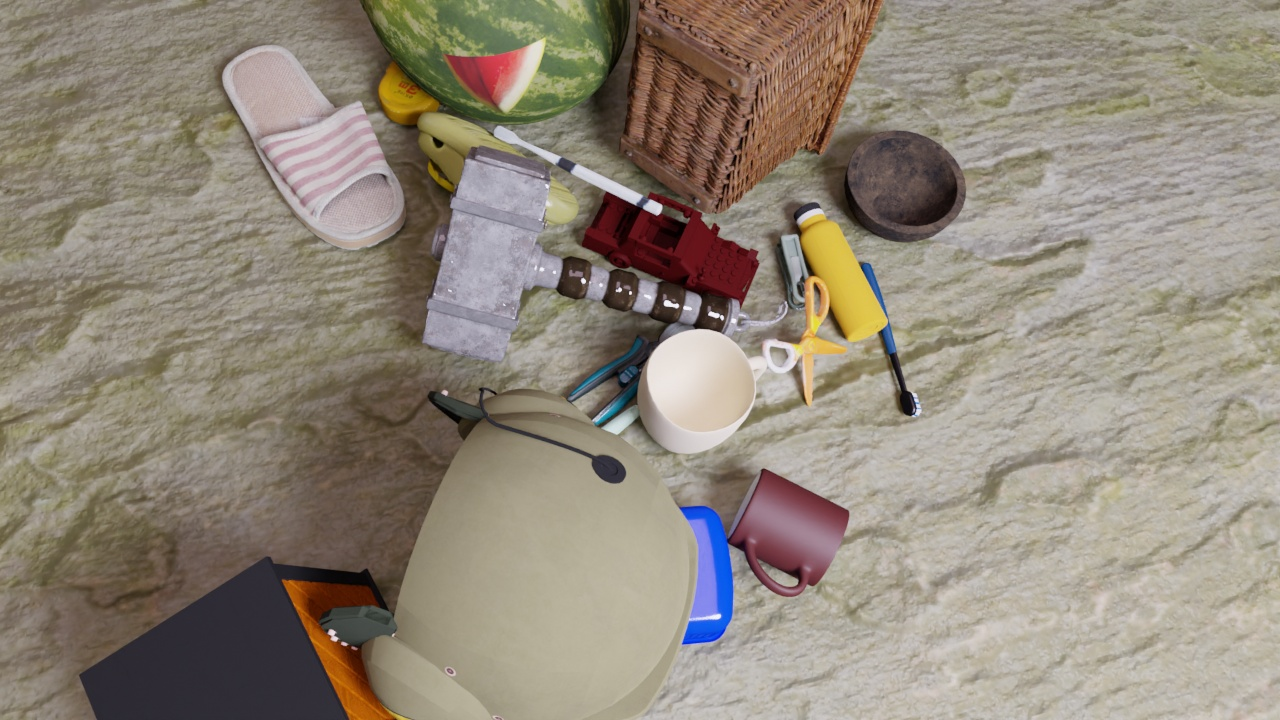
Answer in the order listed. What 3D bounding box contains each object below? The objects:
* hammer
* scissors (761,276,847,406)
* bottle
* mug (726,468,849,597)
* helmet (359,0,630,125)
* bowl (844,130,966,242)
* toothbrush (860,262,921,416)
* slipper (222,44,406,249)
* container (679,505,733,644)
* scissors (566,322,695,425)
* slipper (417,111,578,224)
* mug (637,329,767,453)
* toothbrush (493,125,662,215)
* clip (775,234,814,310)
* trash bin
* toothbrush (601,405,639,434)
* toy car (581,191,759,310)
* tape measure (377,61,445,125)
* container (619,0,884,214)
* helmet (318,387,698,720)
[{"bbox_3d":[-0.027,-0.066,0.838,0.326,0.079,0.177,14,109,-11],"label":"hammer"},{"bbox_3d":[0.154,-0.015,0.860,0.130,0.011,0.125,-15,108,-38],"label":"scissors"},{"bbox_3d":[0.195,-0.091,0.914,0.043,0.043,0.143,-18,71,-12],"label":"bottle"},{"bbox_3d":[0.121,0.154,0.786,0.082,0.073,0.105,26,43,5],"label":"mug"},{"bbox_3d":[-0.133,-0.344,0.890,0.247,0.214,0.242,26,45,-14],"label":"helmet"},{"bbox_3d":[0.264,-0.169,0.944,0.121,0.056,0.121,2,68,-4],"label":"bowl"},{"bbox_3d":[0.245,-0.023,0.906,0.014,0.014,0.167,9,60,-39],"label":"toothbrush"},{"bbox_3d":[-0.329,-0.225,0.916,0.115,0.052,0.263,-35,75,-16],"label":"slipper"},{"bbox_3d":[0.031,0.181,0.782,0.096,0.058,0.114,-3,69,-6],"label":"container"},{"bbox_3d":[-0.003,0.012,0.869,0.133,0.019,0.145,3,67,-6],"label":"scissors"},{"bbox_3d":[-0.147,-0.174,0.906,0.190,0.091,0.082,36,108,18],"label":"slipper"},{"bbox_3d":[0.056,0.030,0.823,0.120,0.100,0.096,-21,74,-15],"label":"mug"},{"bbox_3d":[-0.061,-0.184,0.885,0.187,0.017,0.012,28,102,12],"label":"toothbrush"},{"bbox_3d":[0.154,-0.087,0.918,0.023,0.044,0.076,-9,70,-7],"label":"clip"},{"bbox_3d":[-0.257,0.243,0.656,0.139,0.172,0.139,-32,74,-3],"label":"trash bin"},{"bbox_3d":[-0.060,0.087,0.835,0.154,0.015,0.022,-36,43,-17],"label":"toothbrush"},{"bbox_3d":[0.032,-0.113,0.898,0.170,0.062,0.070,23,68,4],"label":"toy car"},{"bbox_3d":[-0.240,-0.273,0.955,0.068,0.030,0.058,21,68,6],"label":"tape measure"},{"bbox_3d":[0.090,-0.270,0.856,0.162,0.250,0.182,38,66,14],"label":"container"},{"bbox_3d":[-0.076,0.155,0.666,0.233,0.256,0.249,19,65,3],"label":"helmet"}]
